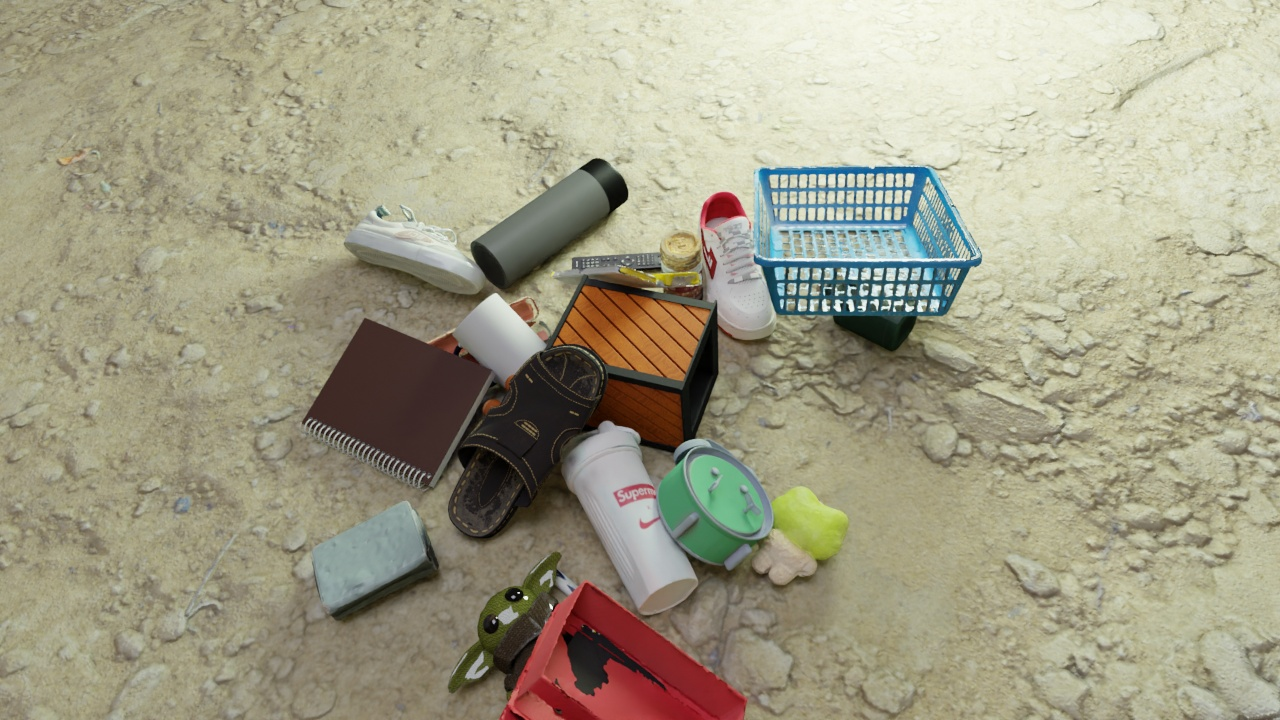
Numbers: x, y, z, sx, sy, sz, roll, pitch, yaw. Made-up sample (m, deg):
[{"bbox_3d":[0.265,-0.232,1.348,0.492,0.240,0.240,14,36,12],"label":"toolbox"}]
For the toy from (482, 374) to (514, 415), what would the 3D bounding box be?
[{"bbox_3d":[-0.166,0.086,1.134,0.095,0.065,0.127,28,64,16],"label":"toy"}]

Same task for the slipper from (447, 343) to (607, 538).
[{"bbox_3d":[-0.137,0.093,1.033,0.113,0.075,0.268,39,102,12],"label":"slipper"}]

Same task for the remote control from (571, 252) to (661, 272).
[{"bbox_3d":[-0.031,-0.139,1.330,0.136,0.015,0.032,-3,51,0],"label":"remote control"}]

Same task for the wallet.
[{"bbox_3d":[-0.302,0.227,1.041,0.131,0.054,0.100,-23,43,-10],"label":"wallet"}]

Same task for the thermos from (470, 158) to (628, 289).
[{"bbox_3d":[-0.131,-0.205,1.352,0.082,0.082,0.239,36,63,29],"label":"thermos"}]

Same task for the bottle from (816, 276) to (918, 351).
[{"bbox_3d":[0.293,-0.072,1.211,0.131,0.061,0.061,31,58,27],"label":"bottle"}]

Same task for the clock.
[{"bbox_3d":[0.086,0.145,1.023,0.122,0.076,0.161,32,32,-15],"label":"clock"}]

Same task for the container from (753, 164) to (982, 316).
[{"bbox_3d":[0.276,-0.161,1.201,0.257,0.089,0.361,1,29,7],"label":"container"}]

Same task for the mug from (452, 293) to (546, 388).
[{"bbox_3d":[-0.193,-0.014,1.193,0.112,0.078,0.097,-43,92,14],"label":"mug"}]

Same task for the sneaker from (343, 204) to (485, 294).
[{"bbox_3d":[-0.318,-0.170,1.335,0.242,0.089,0.090,19,71,25],"label":"sneaker"}]

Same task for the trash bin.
[{"bbox_3d":[-0.007,0.007,1.129,0.172,0.140,0.139,12,53,16],"label":"trash bin"}]

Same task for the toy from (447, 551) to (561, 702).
[{"bbox_3d":[-0.101,0.292,0.947,0.153,0.078,0.179,27,61,26],"label":"toy"}]

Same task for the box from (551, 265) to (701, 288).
[{"bbox_3d":[-0.022,-0.108,1.199,0.129,0.036,0.210,4,2,-30],"label":"box"}]

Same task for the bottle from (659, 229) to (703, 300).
[{"bbox_3d":[0.057,-0.121,1.248,0.056,0.105,0.056,-3,51,3],"label":"bottle"}]

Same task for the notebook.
[{"bbox_3d":[-0.312,0.053,1.170,0.209,0.022,0.171,21,74,21],"label":"notebook"}]

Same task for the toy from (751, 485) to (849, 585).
[{"bbox_3d":[0.172,0.197,1.018,0.092,0.046,0.115,33,68,29],"label":"toy"}]

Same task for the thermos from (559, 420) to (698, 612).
[{"bbox_3d":[-0.013,0.171,1.033,0.099,0.099,0.220,-22,57,-12],"label":"thermos"}]

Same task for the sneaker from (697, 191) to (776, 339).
[{"bbox_3d":[0.128,-0.141,1.258,0.090,0.104,0.236,-8,51,0],"label":"sneaker"}]

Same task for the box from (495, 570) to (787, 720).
[{"bbox_3d":[-0.003,0.316,0.840,0.214,0.153,0.164,36,77,-5],"label":"box"}]

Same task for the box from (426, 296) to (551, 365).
[{"bbox_3d":[-0.214,-0.019,1.238,0.186,0.083,0.042,-28,9,-14],"label":"box"}]

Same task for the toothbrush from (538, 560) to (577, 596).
[{"bbox_3d":[-0.045,0.273,0.997,0.189,0.017,0.016,33,62,27],"label":"toothbrush"}]
